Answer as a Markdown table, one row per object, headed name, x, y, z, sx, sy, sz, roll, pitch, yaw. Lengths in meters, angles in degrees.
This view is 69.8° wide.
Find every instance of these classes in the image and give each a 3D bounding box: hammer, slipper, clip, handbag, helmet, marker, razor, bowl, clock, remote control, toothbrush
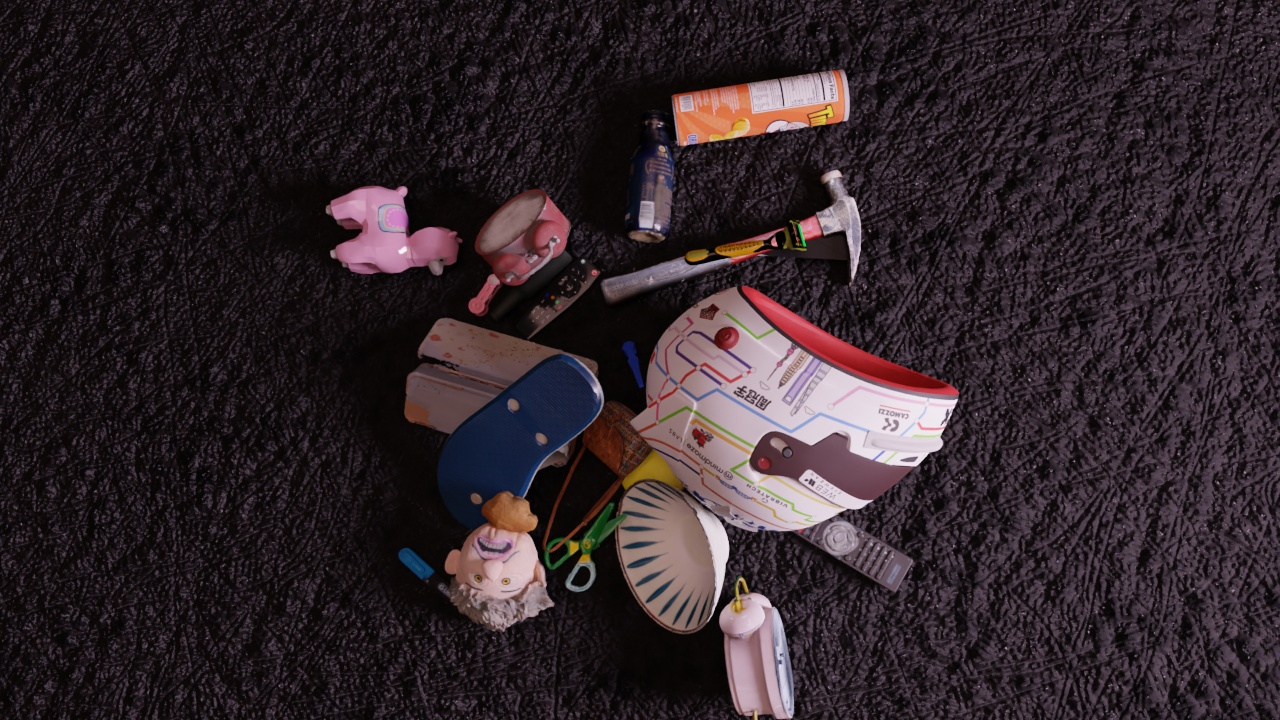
| name | x | y | z | sx | sy | sz | roll | pitch | yaw |
| --- | --- | --- | --- | --- | --- | --- | --- | --- | --- |
| hammer | 0.112 | -0.121 | 1.126 | 0.326 | 0.036 | 0.140 | -17 | 79 | 3 |
| slipper | -0.140 | 0.088 | 1.057 | 0.118 | 0.060 | 0.296 | 44 | 122 | -3 |
| clip | -0.195 | -0.083 | 1.147 | 0.022 | 0.039 | 0.059 | 30 | 81 | 12 |
| handbag | -0.065 | 0.140 | 1.083 | 0.196 | 0.043 | 0.093 | -56 | 42 | 1 |
| helmet | 0.149 | 0.069 | 0.994 | 0.314 | 0.230 | 0.236 | 27 | 104 | 12 |
| marker | -0.245 | 0.270 | 1.110 | 0.123 | 0.015 | 0.018 | 39 | 83 | 8 |
| razor | 0.123 | -0.136 | 1.099 | 0.144 | 0.021 | 0.044 | -11 | 60 | 4 |
| bowl | 0.051 | 0.214 | 1.047 | 0.070 | 0.178 | 0.177 | -12 | 78 | -37 |
| clock | 0.128 | 0.318 | 1.018 | 0.059 | 0.116 | 0.158 | -12 | 83 | 12 |
| remote control | -0.104 | -0.077 | 1.150 | 0.124 | 0.010 | 0.039 | -45 | 80 | -2 |
| remote control | 0.244 | 0.214 | 1.070 | 0.140 | 0.021 | 0.045 | 30 | 84 | 14 |
| toothbrush | -0.006 | 0.006 | 1.047 | 0.016 | 0.186 | 0.011 | -24 | 106 | 1 |
| clock | -0.134 | -0.138 | 1.101 | 0.110 | 0.156 | 0.062 | -37 | 124 | 6 |

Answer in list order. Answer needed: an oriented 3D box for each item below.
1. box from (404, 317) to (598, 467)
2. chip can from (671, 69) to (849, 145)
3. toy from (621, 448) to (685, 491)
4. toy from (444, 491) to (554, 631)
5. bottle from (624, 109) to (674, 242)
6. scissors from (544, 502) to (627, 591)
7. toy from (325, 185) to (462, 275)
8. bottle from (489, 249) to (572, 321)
| name | x | y | z | sx | sy | sz | roll | pitch | yaw |
| --- | --- | --- | --- | --- | --- | --- | --- | --- | --- |
| box | -0.170 | 0.036 | 1.128 | 0.217 | 0.094 | 0.121 | 16 | 111 | 7 |
| chip can | 0.147 | -0.312 | 1.135 | 0.210 | 0.062 | 0.062 | -8 | 81 | 4 |
| toy | 0.018 | 0.124 | 1.095 | 0.094 | 0.041 | 0.095 | 33 | 87 | 15 |
| toy | -0.161 | 0.236 | 1.057 | 0.133 | 0.076 | 0.176 | 8 | 106 | 1 |
| bottle | 0.014 | -0.229 | 1.139 | 0.056 | 0.056 | 0.160 | 4 | 82 | 6 |
| scissors | -0.054 | 0.223 | 1.080 | 0.132 | 0.013 | 0.078 | -39 | 84 | 20 |
| toy | -0.308 | -0.160 | 1.155 | 0.157 | 0.067 | 0.123 | -8 | 80 | 0 |
| bottle | -0.139 | -0.096 | 1.146 | 0.123 | 0.033 | 0.033 | -44 | 80 | -2 |
